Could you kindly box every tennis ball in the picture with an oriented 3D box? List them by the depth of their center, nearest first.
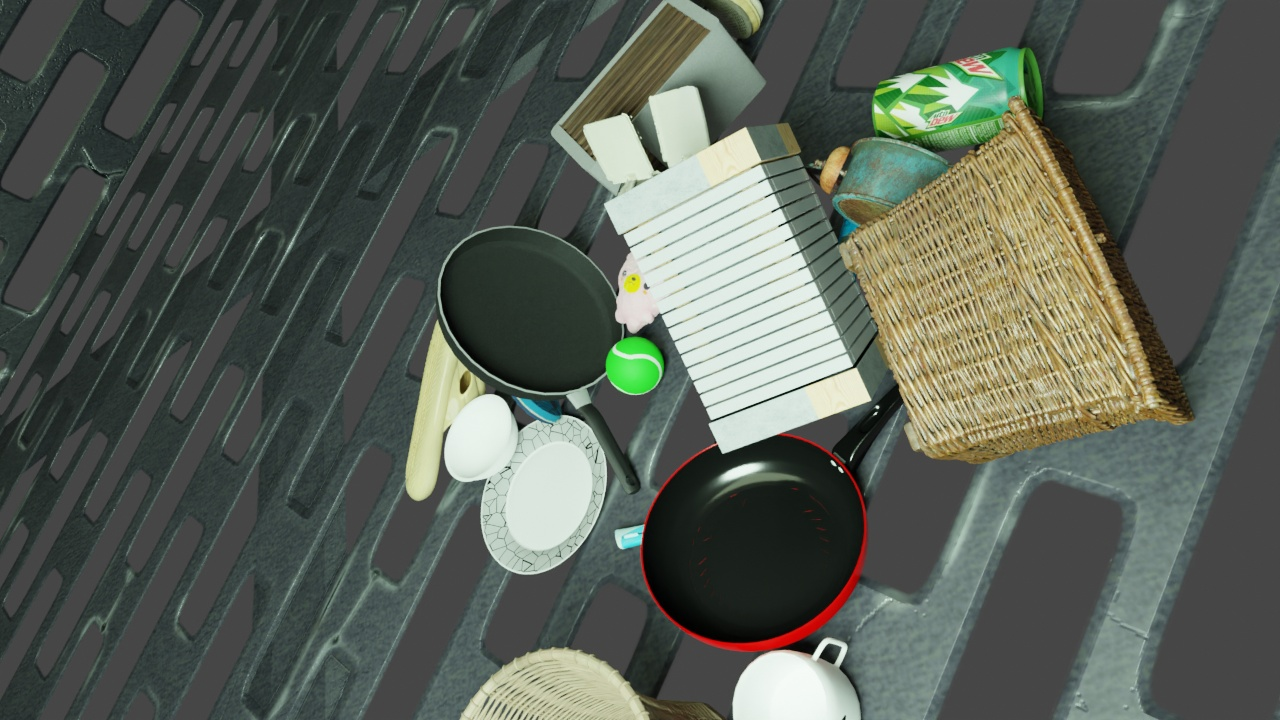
[{"bbox_3d":[-0.006,0.006,1.030,0.065,0.065,0.065,-18,58,31],"label":"tennis ball"}]

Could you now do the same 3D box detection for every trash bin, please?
[{"bbox_3d":[0.106,-0.069,0.841,0.143,0.142,0.247,-23,95,27],"label":"trash bin"},{"bbox_3d":[0.021,-0.314,1.139,0.229,0.114,0.114,-47,47,9],"label":"trash bin"}]

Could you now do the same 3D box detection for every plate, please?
[{"bbox_3d":[-0.111,0.156,1.069,0.189,0.016,0.188,-18,58,31],"label":"plate"}]

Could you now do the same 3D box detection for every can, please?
[{"bbox_3d":[0.309,-0.250,0.899,0.144,0.083,0.083,-5,65,36],"label":"can"}]

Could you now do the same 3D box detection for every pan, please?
[{"bbox_3d":[0.159,0.116,0.843,0.356,0.067,0.209,-39,46,-6],"label":"pan"},{"bbox_3d":[-0.096,0.000,1.047,0.356,0.224,0.034,61,143,14],"label":"pan"}]

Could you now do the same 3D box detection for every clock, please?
[{"bbox_3d":[0.236,-0.169,0.887,0.158,0.121,0.073,23,87,33],"label":"clock"}]

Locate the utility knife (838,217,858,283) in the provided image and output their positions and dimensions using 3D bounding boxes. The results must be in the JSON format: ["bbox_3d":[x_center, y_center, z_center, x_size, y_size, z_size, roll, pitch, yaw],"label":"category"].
[{"bbox_3d":[0.216,-0.121,0.955,0.031,0.015,0.195,0,67,34],"label":"utility knife"}]

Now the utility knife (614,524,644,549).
[{"bbox_3d":[0.025,0.175,0.954,0.118,0.015,0.022,-20,56,27],"label":"utility knife"}]

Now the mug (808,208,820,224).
[{"bbox_3d":[0.120,-0.119,0.984,0.123,0.096,0.110,9,69,61],"label":"mug"}]

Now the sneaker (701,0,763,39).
[{"bbox_3d":[0.121,-0.502,1.185,0.102,0.089,0.241,-34,46,10],"label":"sneaker"}]

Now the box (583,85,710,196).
[{"bbox_3d":[0.036,-0.210,1.038,0.146,0.186,0.065,-4,39,33],"label":"box"}]

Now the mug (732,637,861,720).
[{"bbox_3d":[0.137,0.285,0.771,0.094,0.068,0.115,28,87,43],"label":"mug"}]

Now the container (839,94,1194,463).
[{"bbox_3d":[0.288,-0.039,0.732,0.184,0.162,0.249,-28,67,31],"label":"container"}]

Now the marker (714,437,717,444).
[{"bbox_3d":[0.088,0.042,0.975,0.011,0.011,0.152,-9,62,35],"label":"marker"}]

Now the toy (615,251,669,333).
[{"bbox_3d":[0.003,-0.080,1.077,0.093,0.050,0.102,-56,43,5],"label":"toy"}]

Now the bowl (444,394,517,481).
[{"bbox_3d":[-0.184,0.100,1.114,0.110,0.040,0.109,-19,57,31],"label":"bowl"}]

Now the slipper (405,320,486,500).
[{"bbox_3d":[-0.245,0.055,1.190,0.111,0.079,0.261,16,94,65],"label":"slipper"}]

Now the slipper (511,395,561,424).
[{"bbox_3d":[-0.150,-0.042,1.134,0.060,0.118,0.294,-38,50,11],"label":"slipper"}]

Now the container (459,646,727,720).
[{"bbox_3d":[-0.022,0.371,0.764,0.227,0.196,0.226,-18,58,31],"label":"container"}]
